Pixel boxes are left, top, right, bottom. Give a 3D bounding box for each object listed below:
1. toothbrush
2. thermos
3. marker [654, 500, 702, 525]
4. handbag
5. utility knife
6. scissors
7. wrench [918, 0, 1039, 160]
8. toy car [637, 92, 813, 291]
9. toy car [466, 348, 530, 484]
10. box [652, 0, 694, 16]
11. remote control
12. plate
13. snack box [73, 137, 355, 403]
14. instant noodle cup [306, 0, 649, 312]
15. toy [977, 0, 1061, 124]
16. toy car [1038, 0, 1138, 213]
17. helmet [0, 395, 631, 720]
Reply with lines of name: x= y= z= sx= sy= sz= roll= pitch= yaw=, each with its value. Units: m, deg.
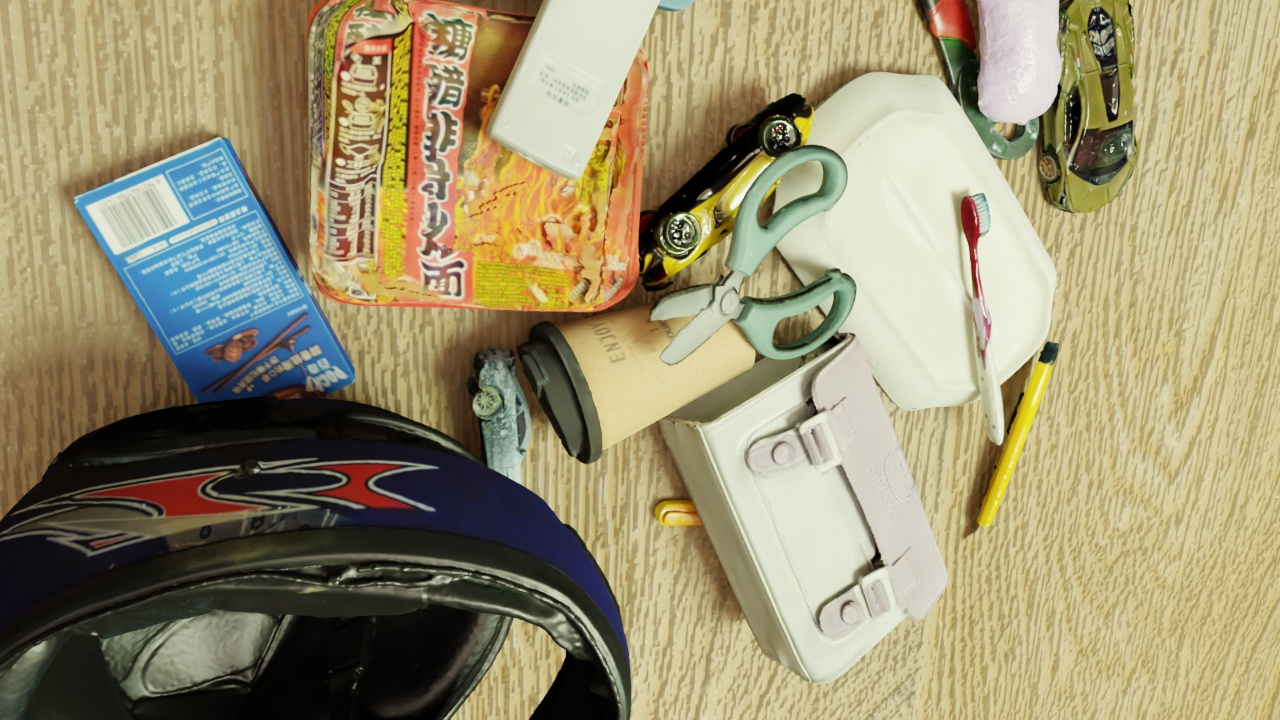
toothbrush: x=0.241 y=-0.025 z=0.637 sx=0.017 sy=0.016 sz=0.188 roll=-22 pitch=112 yaw=-19
thermos: x=-0.003 y=0.003 z=0.580 sx=0.143 sy=0.093 sz=0.093 roll=-21 pitch=108 yaw=-18
marker: x=0.070 y=0.110 z=0.663 sx=0.123 sy=0.015 sz=0.018 roll=2 pitch=108 yaw=-19
handbag: x=0.119 y=0.095 z=0.626 sx=0.144 sy=0.099 sz=0.197 roll=-30 pitch=104 yaw=-23
utility knife: x=0.285 y=0.066 z=0.705 sx=0.033 sy=0.015 sz=0.174 roll=-11 pitch=119 yaw=-59
scissors: x=0.079 y=-0.038 z=0.561 sx=0.177 sy=0.019 sz=0.169 roll=-47 pitch=131 yaw=-16
wrench: x=0.202 y=-0.254 z=0.613 sx=0.056 sy=0.016 sz=0.273 roll=-35 pitch=110 yaw=-10
toy car: x=0.051 y=-0.106 z=0.575 sx=0.156 sy=0.071 sz=0.041 roll=-45 pitch=109 yaw=-3
toy car: x=-0.088 y=0.052 z=0.582 sx=0.036 sy=0.054 sz=0.121 roll=-5 pitch=105 yaw=-13
box: x=-0.043 y=-0.251 z=0.519 sx=0.184 sy=0.062 sz=0.090 roll=4 pitch=102 yaw=-15
remote control: x=-0.031 y=-0.168 z=0.489 sx=0.056 sy=0.019 sz=0.135 roll=24 pitch=89 yaw=-23
plate: x=0.202 y=-0.072 z=0.637 sx=0.162 sy=0.034 sz=0.266 roll=-41 pitch=114 yaw=0
snack box: x=-0.240 y=-0.039 z=0.530 sx=0.084 sy=0.026 sz=0.157 roll=-26 pitch=109 yaw=-9
instant noodle cup: x=-0.092 y=-0.114 z=0.527 sx=0.188 sy=0.079 sz=0.164 roll=2 pitch=102 yaw=-17
toy: x=0.248 y=-0.210 z=0.609 sx=0.083 sy=0.039 sz=0.108 roll=-15 pitch=113 yaw=-11
toy car: x=0.320 y=-0.182 z=0.653 sx=0.070 sy=0.042 sz=0.158 roll=-18 pitch=110 yaw=-11
helmet: x=-0.170 y=0.132 z=0.473 sx=0.315 sy=0.240 sz=0.247 roll=-12 pitch=111 yaw=-3
